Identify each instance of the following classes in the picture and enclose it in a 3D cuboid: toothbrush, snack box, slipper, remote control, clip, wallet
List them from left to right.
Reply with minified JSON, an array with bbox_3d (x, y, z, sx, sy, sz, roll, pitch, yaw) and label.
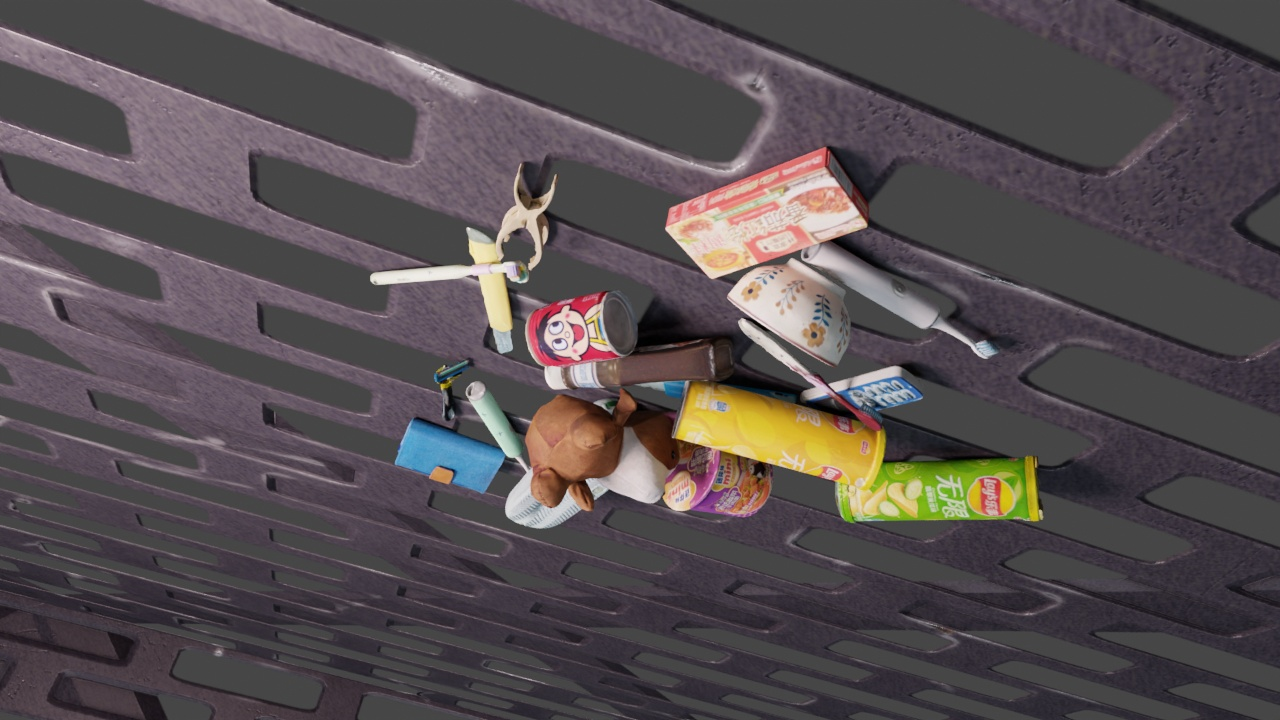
[{"bbox_3d":[-0.192,-0.083,0.893,0.190,0.020,0.029,0,145,29],"label":"toothbrush"},{"bbox_3d":[-0.256,0.129,1.229,0.133,0.040,0.107,21,141,-13],"label":"wallet"},{"bbox_3d":[-0.169,0.098,1.163,0.027,0.026,0.225,-17,142,3],"label":"toothbrush"},{"bbox_3d":[-0.111,-0.128,0.805,0.081,0.034,0.105,8,142,5],"label":"clip"},{"bbox_3d":[-0.083,0.124,1.130,0.104,0.074,0.246,23,129,-30],"label":"slipper"},{"bbox_3d":[0.103,-0.118,0.759,0.153,0.025,0.075,-16,137,35],"label":"snack box"},{"bbox_3d":[0.173,0.013,0.916,0.187,0.017,0.016,36,147,-12],"label":"toothbrush"},{"bbox_3d":[0.228,0.034,0.948,0.049,0.024,0.125,34,144,-30],"label":"remote control"},{"bbox_3d":[0.236,-0.051,0.817,0.221,0.026,0.026,26,153,-21],"label":"toothbrush"}]

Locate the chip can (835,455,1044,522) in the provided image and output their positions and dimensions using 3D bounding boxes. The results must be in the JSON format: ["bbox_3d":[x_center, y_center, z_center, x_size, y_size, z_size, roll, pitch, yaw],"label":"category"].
[{"bbox_3d":[0.334,0.147,1.041,0.222,0.072,0.072,-6,143,24],"label":"chip can"}]

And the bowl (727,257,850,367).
[{"bbox_3d":[0.139,-0.050,0.801,0.113,0.113,0.062,27,100,-22],"label":"bowl"}]

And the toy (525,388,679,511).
[{"bbox_3d":[-0.024,0.100,0.984,0.140,0.130,0.199,-48,149,20],"label":"toy"}]

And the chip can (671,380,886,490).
[{"bbox_3d":[0.144,0.075,0.961,0.213,0.071,0.072,16,147,0],"label":"chip can"}]

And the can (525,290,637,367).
[{"bbox_3d":[-0.059,-0.029,0.904,0.094,0.066,0.066,-9,141,29],"label":"can"}]

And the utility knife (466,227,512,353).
[{"bbox_3d":[-0.148,-0.063,0.925,0.031,0.020,0.195,12,140,9],"label":"utility knife"}]

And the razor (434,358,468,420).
[{"bbox_3d":[-0.230,0.036,1.097,0.042,0.022,0.143,-26,160,-24],"label":"razor"}]

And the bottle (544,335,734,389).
[{"bbox_3d":[-0.006,0.005,0.938,0.195,0.044,0.079,-5,-176,24],"label":"bottle"}]

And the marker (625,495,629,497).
[{"bbox_3d":[0.028,0.160,1.204,0.022,0.018,0.131,14,153,-42],"label":"marker"}]

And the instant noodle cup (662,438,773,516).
[{"bbox_3d":[0.093,0.131,1.067,0.099,0.111,0.112,20,147,-29],"label":"instant noodle cup"}]

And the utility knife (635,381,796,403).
[{"bbox_3d":[0.065,0.033,1.002,0.207,0.018,0.034,10,134,3],"label":"utility knife"}]
